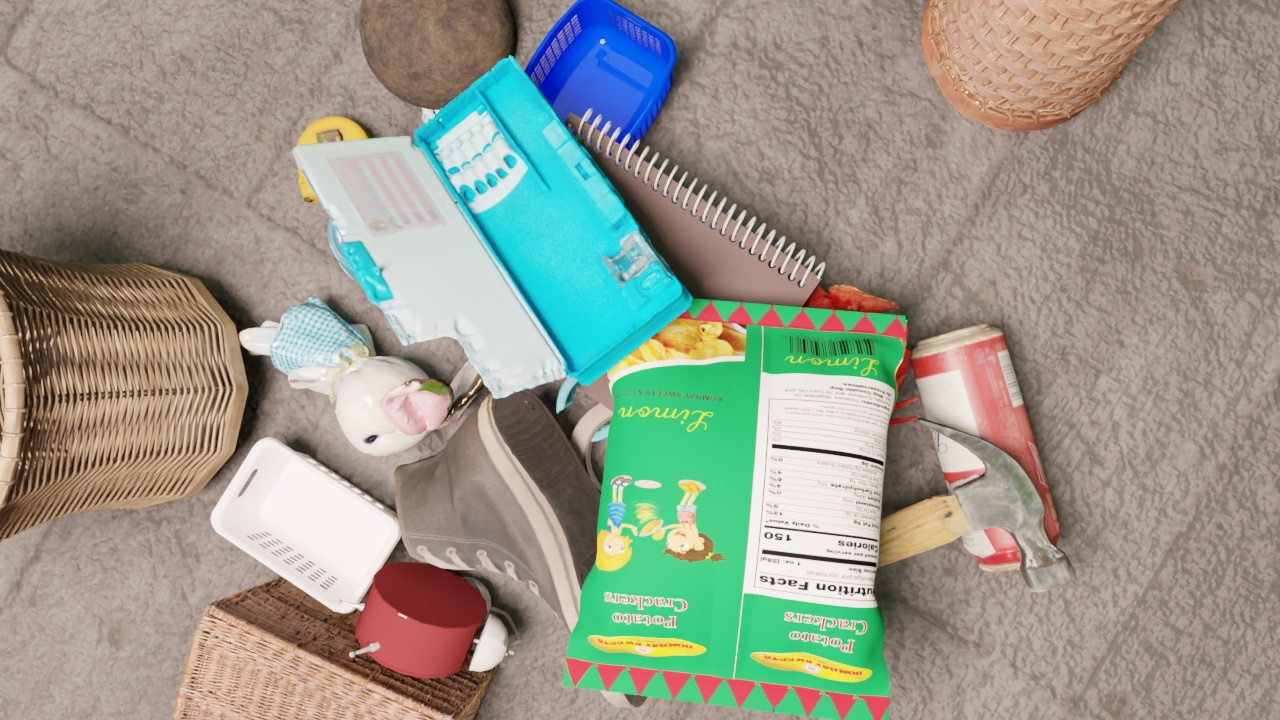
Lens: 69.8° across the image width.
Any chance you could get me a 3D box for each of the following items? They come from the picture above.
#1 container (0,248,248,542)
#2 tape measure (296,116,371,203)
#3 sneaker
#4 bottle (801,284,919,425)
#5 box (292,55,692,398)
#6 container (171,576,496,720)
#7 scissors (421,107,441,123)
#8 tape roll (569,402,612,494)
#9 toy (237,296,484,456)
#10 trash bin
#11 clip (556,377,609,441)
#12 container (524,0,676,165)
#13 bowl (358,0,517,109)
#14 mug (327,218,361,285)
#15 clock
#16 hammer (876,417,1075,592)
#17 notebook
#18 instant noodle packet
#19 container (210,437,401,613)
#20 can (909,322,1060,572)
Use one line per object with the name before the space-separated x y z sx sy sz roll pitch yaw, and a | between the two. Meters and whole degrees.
container | -0.410 0.021 0.616 0.227 0.196 0.227 0 91 19
tape measure | -0.237 -0.161 0.719 0.068 0.030 0.059 -15 88 2
sneaker | -0.080 0.146 0.650 0.120 0.095 0.234 -32 90 26
bottle | 0.148 0.005 0.653 0.099 0.099 0.111 23 89 4
box | -0.097 -0.080 0.598 0.180 0.074 0.227 -29 67 -14
container | -0.218 0.248 0.655 0.198 0.113 0.113 21 92 5
scissors | -0.172 -0.257 0.728 0.072 0.033 0.175 -14 91 0
tape roll | -0.007 0.073 0.692 0.094 0.030 0.093 0 87 4
toy | -0.214 0.020 0.681 0.205 0.130 0.106 14 109 16
trash bin | 0.284 -0.253 0.600 0.151 0.210 0.151 0 87 4
clip | -0.020 -0.008 0.642 0.113 0.028 0.127 32 104 7
container | -0.033 -0.202 0.694 0.096 0.058 0.114 33 89 5
bowl | -0.156 -0.258 0.695 0.121 0.056 0.121 0 88 -5
mug | -0.188 -0.100 0.675 0.084 0.104 0.112 -26 86 2
clock | -0.146 0.185 0.654 0.124 0.087 0.044 17 102 -30
hammer | 0.113 0.148 0.646 0.331 0.033 0.132 -25 82 15
notebook | -0.003 -0.054 0.655 0.209 0.022 0.172 34 102 4
instant noodle packet | 0.063 0.085 0.579 0.196 0.090 0.252 5 78 6
container | -0.245 0.122 0.695 0.129 0.049 0.080 32 89 5
can | 0.247 0.061 0.658 0.067 0.067 0.170 -16 86 3
